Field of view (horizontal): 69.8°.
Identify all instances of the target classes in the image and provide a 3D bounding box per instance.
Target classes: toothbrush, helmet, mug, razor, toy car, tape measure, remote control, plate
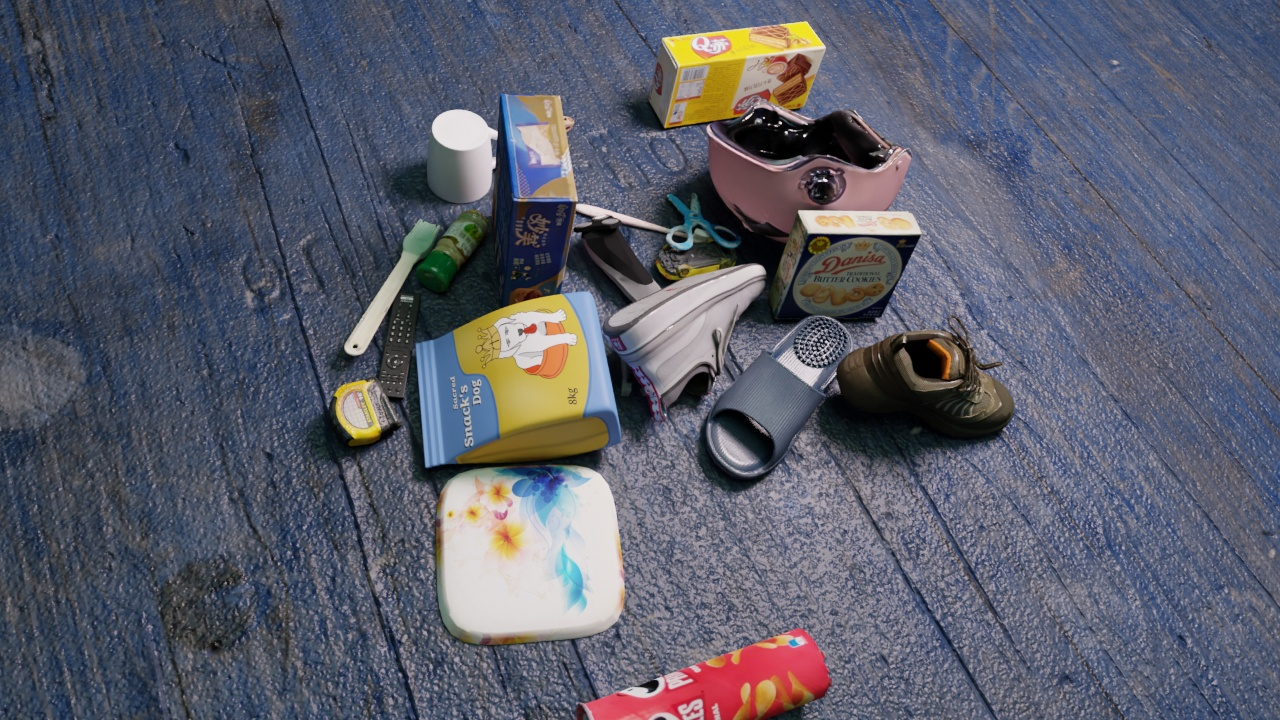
[{"bbox_3d":[0.003,-0.177,1.179,0.181,0.018,0.015,13,56,-2],"label":"toothbrush"},{"bbox_3d":[0.199,-0.231,1.160,0.255,0.153,0.230,-4,35,-22],"label":"helmet"},{"bbox_3d":[-0.209,-0.260,1.143,0.114,0.088,0.081,-20,65,-22],"label":"mug"},{"bbox_3d":[-0.017,-0.111,1.115,0.057,0.060,0.156,-31,89,-39],"label":"razor"},{"bbox_3d":[0.072,-0.126,1.151,0.106,0.030,0.049,-11,51,-21],"label":"toy car"},{"bbox_3d":[-0.294,0.056,0.960,0.064,0.037,0.065,-27,81,-31],"label":"tape measure"},{"bbox_3d":[-0.270,-0.019,1.029,0.030,0.009,0.139,6,58,-8],"label":"remote control"},{"bbox_3d":[-0.111,0.189,0.929,0.186,0.016,0.186,-1,59,-12],"label":"plate"}]

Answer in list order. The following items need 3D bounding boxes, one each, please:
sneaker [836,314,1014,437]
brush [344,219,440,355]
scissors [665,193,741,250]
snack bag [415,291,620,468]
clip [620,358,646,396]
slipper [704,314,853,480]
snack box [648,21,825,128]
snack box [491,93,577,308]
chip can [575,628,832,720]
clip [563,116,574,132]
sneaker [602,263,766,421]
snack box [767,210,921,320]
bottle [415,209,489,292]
[{"bbox_3d":[0.357,0.007,1.047,0.237,0.143,0.101,12,54,-23],"label":"sneaker"},{"bbox_3d":[-0.285,-0.087,1.057,0.033,0.012,0.217,17,52,2],"label":"brush"},{"bbox_3d":[0.081,-0.179,1.179,0.114,0.013,0.140,7,39,-1],"label":"scissors"},{"bbox_3d":[-0.135,0.026,0.984,0.205,0.102,0.158,-11,61,-2],"label":"snack bag"},{"bbox_3d":[-0.016,0.007,1.058,0.049,0.023,0.078,-11,64,-19],"label":"clip"},{"bbox_3d":[0.167,0.021,1.052,0.101,0.083,0.262,36,58,14],"label":"slipper"},{"bbox_3d":[0.134,-0.400,1.287,0.230,0.110,0.061,-14,59,-19],"label":"snack box"},{"bbox_3d":[-0.125,-0.172,1.038,0.069,0.203,0.154,-3,59,-14],"label":"snack box"},{"bbox_3d":[0.061,0.317,0.853,0.232,0.073,0.073,-13,62,-19],"label":"chip can"},{"bbox_3d":[-0.117,-0.309,1.236,0.060,0.040,0.024,-18,62,-47],"label":"clip"},{"bbox_3d":[0.074,-0.032,1.065,0.262,0.097,0.129,-32,108,-43],"label":"sneaker"},{"bbox_3d":[0.243,-0.113,1.109,0.144,0.145,0.042,-1,49,-12],"label":"snack box"},{"bbox_3d":[-0.221,-0.132,1.090,0.043,0.043,0.110,26,56,5],"label":"bottle"}]
